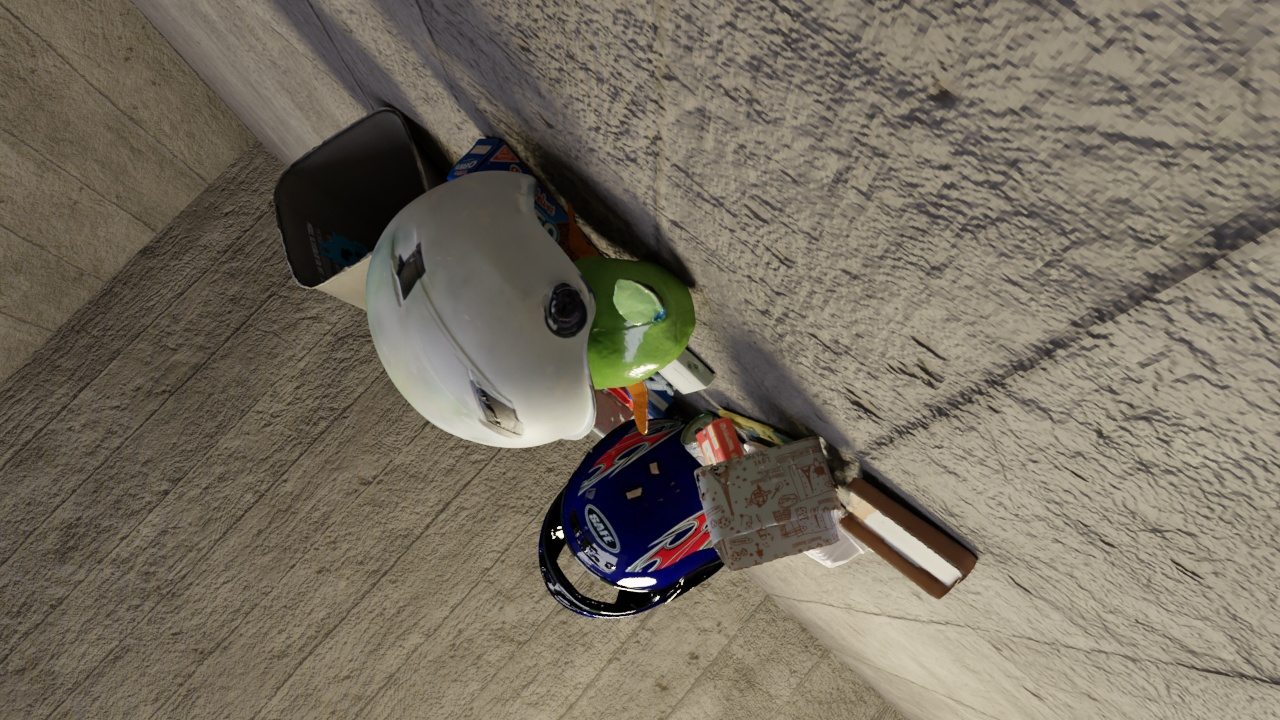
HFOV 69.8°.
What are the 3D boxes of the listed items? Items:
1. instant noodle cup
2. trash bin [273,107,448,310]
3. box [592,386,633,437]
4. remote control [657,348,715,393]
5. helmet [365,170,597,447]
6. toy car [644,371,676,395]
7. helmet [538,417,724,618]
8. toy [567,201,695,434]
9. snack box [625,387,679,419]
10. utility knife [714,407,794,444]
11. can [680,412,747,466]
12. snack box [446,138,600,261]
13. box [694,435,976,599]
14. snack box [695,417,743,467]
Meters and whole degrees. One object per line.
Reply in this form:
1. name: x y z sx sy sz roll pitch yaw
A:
1. instant noodle cup: 0.189 0.179 1.108 0.173 0.060 0.138 46 170 -14
2. trash bin: -0.307 -0.157 1.162 0.199 0.199 0.220 66 -169 28
3. box: -0.099 0.037 1.522 0.201 0.101 0.095 39 171 18
4. remote control: 0.047 0.011 1.045 0.056 0.019 0.135 42 171 -2
5. helmet: -0.154 -0.029 0.809 0.230 0.145 0.258 -13 96 58
6. toy car: -0.007 0.007 1.147 0.121 0.036 0.054 26 168 12
7. helmet: -0.002 0.218 1.283 0.247 0.315 0.241 52 165 18
8. toy: -0.038 -0.035 0.852 0.247 0.089 0.227 -4 112 53
9. snack box: 0.017 0.060 1.375 0.084 0.026 0.157 40 171 15
10. utility knife: 0.131 0.075 1.023 0.031 0.020 0.195 42 167 -18
11. can: 0.119 0.135 1.192 0.146 0.058 0.058 46 171 -20
12. snack box: -0.100 -0.126 0.917 0.207 0.057 0.058 48 166 -31
13. box: 0.190 0.162 0.923 0.272 0.130 0.179 9 161 14
14. snack box: 0.111 0.147 1.076 0.075 0.025 0.153 122 129 -71
